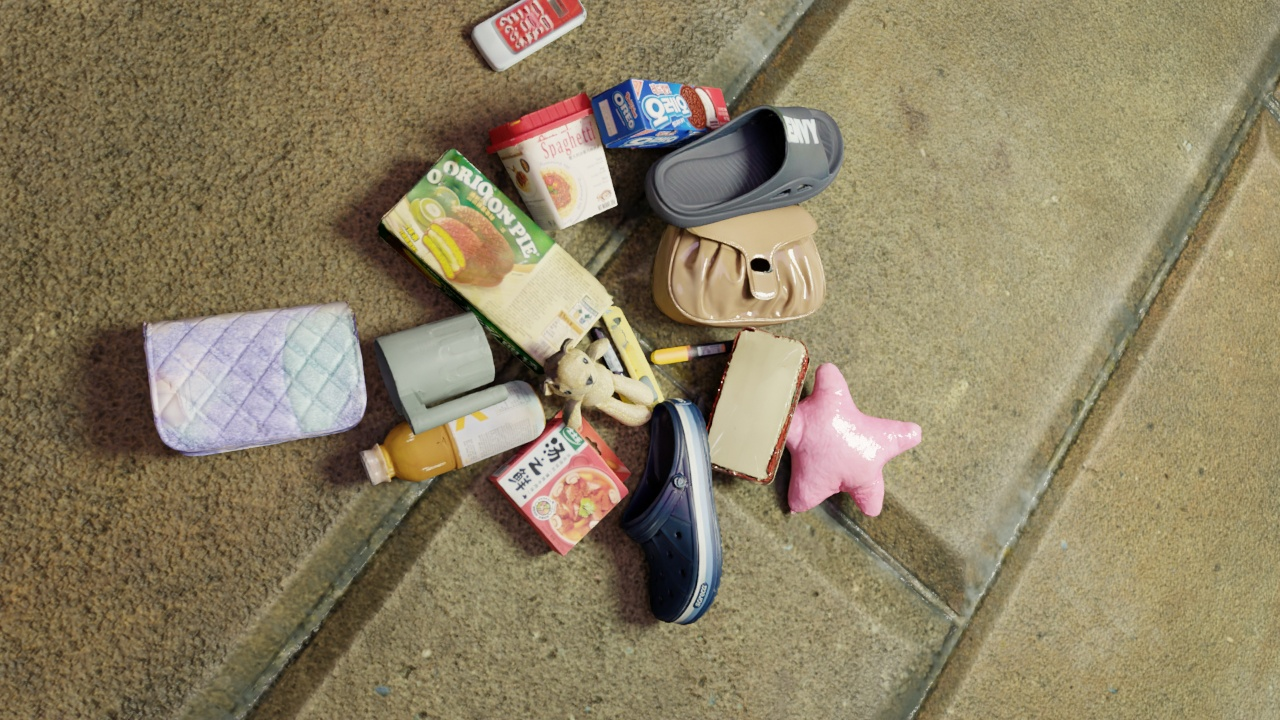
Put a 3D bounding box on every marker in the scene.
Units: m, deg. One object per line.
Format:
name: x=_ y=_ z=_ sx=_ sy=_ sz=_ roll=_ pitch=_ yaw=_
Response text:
marker: x=0.069 y=-0.011 z=1.092 sx=0.123 sy=0.015 sz=0.018 roll=-9 pitch=90 yaw=-23
marker: x=-0.026 y=0.017 z=1.055 sx=0.018 sy=0.015 sz=0.124 roll=-26 pitch=92 yaw=-13

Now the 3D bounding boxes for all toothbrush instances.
toothbrush: x=0.068 y=0.133 z=1.079 sx=0.014 sy=0.017 sz=0.189 roll=2 pitch=87 yaw=-20

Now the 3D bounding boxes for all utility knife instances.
utility knife: x=-0.006 y=0.006 z=1.064 sx=0.030 sy=0.018 sz=0.151 roll=-28 pitch=91 yaw=-25

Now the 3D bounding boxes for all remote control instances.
remote control: x=-0.126 y=-0.383 z=1.046 sx=0.135 sy=0.020 sz=0.056 roll=-37 pitch=99 yaw=-19

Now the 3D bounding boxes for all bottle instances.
bottle: x=-0.195 y=0.079 z=0.959 sx=0.189 sy=0.068 sz=0.068 roll=-20 pitch=93 yaw=-20

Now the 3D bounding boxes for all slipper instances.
slipper: x=0.132 y=-0.224 z=1.021 sx=0.267 sy=0.083 sz=0.110 roll=-23 pitch=82 yaw=-24
slipper: x=0.029 y=0.168 z=1.014 sx=0.095 sy=0.105 sz=0.252 roll=1 pitch=86 yaw=-19

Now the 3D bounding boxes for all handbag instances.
handbag: x=-0.372 y=0.016 z=0.898 sx=0.193 sy=0.076 sz=0.134 roll=-7 pitch=84 yaw=-22
handbag: x=0.119 y=-0.111 z=1.070 sx=0.204 sy=0.100 sz=0.148 roll=-4 pitch=91 yaw=-20

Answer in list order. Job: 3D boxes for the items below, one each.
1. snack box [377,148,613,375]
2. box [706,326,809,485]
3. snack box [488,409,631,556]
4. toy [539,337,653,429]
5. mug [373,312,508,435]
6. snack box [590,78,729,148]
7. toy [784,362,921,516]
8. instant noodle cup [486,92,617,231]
snack box: x=-0.155 y=-0.102 z=0.991 sx=0.240 sy=0.063 sz=0.114 roll=42 pitch=73 yaw=-12
box: x=0.133 y=0.052 z=1.052 sx=0.091 sy=0.079 sz=0.168 roll=16 pitch=84 yaw=16
snack box: x=-0.081 y=0.128 z=1.009 sx=0.127 sy=0.044 sz=0.113 roll=-43 pitch=100 yaw=-18
toy: x=-0.043 y=0.030 z=0.988 sx=0.157 sy=0.066 sz=0.105 roll=28 pitch=84 yaw=-47
mug: x=-0.204 y=0.015 z=0.940 sx=0.103 sy=0.084 sz=0.124 roll=-20 pitch=51 yaw=-22
snack box: x=0.029 y=-0.270 z=1.017 sx=0.207 sy=0.057 sz=0.058 roll=-20 pitch=94 yaw=-56
toy: x=0.223 y=0.106 z=1.107 sx=0.194 sy=0.074 sz=0.178 roll=33 pitch=90 yaw=-3
instant noodle cup: x=-0.090 y=-0.213 z=1.003 sx=0.116 sy=0.117 sz=0.124 roll=-28 pitch=107 yaw=-20
